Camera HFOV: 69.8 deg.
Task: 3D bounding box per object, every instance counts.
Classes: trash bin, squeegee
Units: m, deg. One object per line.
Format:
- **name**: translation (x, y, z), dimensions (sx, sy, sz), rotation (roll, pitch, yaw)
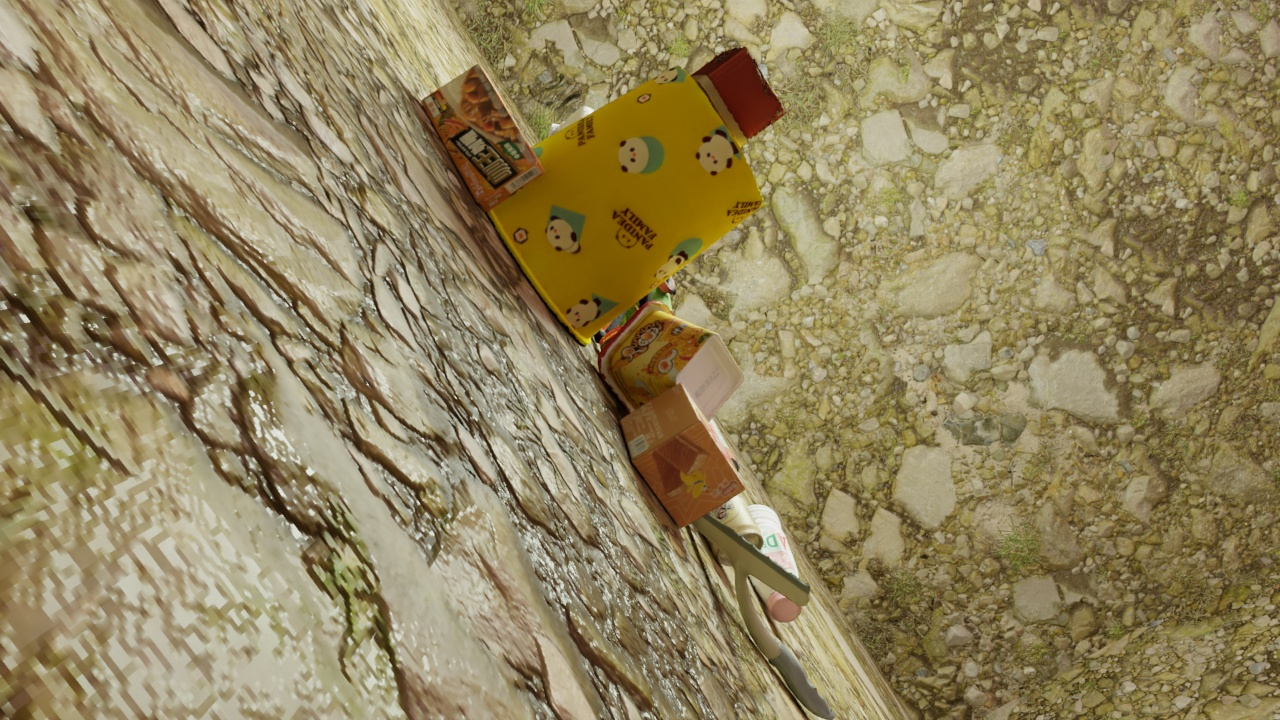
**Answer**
- **trash bin**: translation (-0.019, -0.181, 1.030), dimensions (0.229, 0.255, 0.229), rotation (56, 5, -7)
- **squeegee**: translation (0.133, 0.277, 0.909), dimensions (0.246, 0.039, 0.247), rotation (62, -15, -20)

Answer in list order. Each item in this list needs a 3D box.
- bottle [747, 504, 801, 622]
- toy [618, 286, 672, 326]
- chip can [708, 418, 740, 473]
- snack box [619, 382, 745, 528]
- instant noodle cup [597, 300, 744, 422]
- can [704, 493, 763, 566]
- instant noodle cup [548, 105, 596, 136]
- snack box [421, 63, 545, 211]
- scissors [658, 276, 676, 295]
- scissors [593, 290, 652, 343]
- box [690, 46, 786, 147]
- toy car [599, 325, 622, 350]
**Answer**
- **bottle**: translation (0.169, 0.268, 1.211), dimensions (0.068, 0.068, 0.196), rotation (56, 9, -22)
- **toy**: translation (0.001, -0.084, 1.357), dimensions (0.226, 0.090, 0.247), rotation (-47, 123, -81)
- **chip can**: translation (0.062, 0.083, 1.254), dimensions (0.071, 0.071, 0.214), rotation (53, 7, -45)
- **snack box**: translation (0.040, 0.093, 0.912), dimensions (0.094, 0.077, 0.092), rotation (56, 5, -23)
- **instant noodle cup**: translation (0.036, 0.010, 1.010), dimensions (0.124, 0.116, 0.116), rotation (17, -31, 50)
- **can**: translation (0.090, 0.170, 1.035), dimensions (0.058, 0.058, 0.116), rotation (53, 7, -45)
- **instant noodle cup**: translation (-0.032, -0.264, 1.192), dimensions (0.173, 0.060, 0.137), rotation (27, 28, -18)
- **snack box**: translation (-0.164, -0.233, 0.952), dimensions (0.153, 0.075, 0.026), rotation (59, 4, 24)
- **scissors**: translation (0.009, -0.152, 1.254), dimensions (0.205, 0.015, 0.195), rotation (-59, 132, -67)
- **scissors**: translation (0.000, -0.085, 1.211), dimensions (0.223, 0.022, 0.221), rotation (-23, 122, -55)
- **box**: translation (0.107, -0.297, 1.023), dimensions (0.091, 0.079, 0.168), rotation (54, 6, -16)
- **toy car**: translation (-0.007, 0.007, 1.151), dimensions (0.120, 0.053, 0.045), rotation (57, 8, -32)
